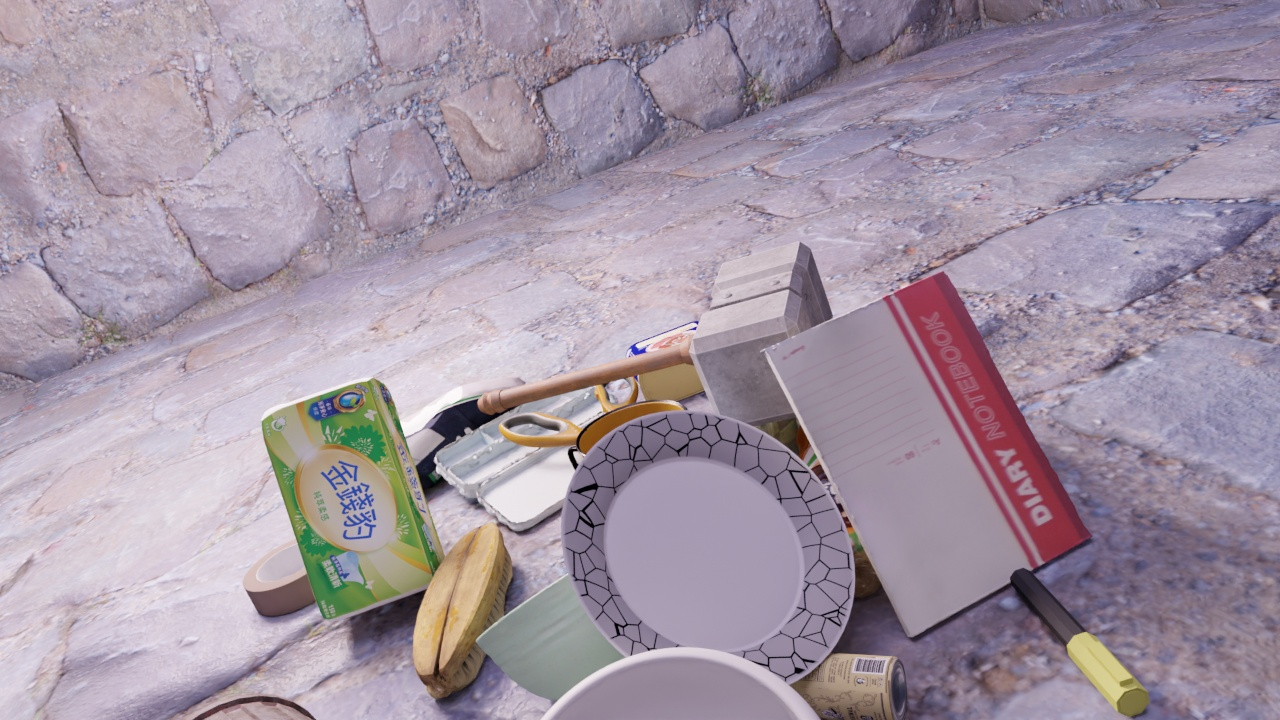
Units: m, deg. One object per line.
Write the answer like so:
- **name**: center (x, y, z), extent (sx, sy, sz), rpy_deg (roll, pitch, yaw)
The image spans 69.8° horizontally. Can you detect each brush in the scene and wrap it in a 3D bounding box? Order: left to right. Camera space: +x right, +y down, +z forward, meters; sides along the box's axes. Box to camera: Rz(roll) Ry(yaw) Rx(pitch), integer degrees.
- **brush**: center (-0.142, 0.197, 0.749), extent (0.059, 0.043, 0.195), rpy_deg (-16, 21, 9)

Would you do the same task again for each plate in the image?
- **plate**: center (0.042, 0.116, 0.571), extent (0.188, 0.016, 0.188), rpy_deg (9, 52, -12)

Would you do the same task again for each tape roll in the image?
- **tape roll**: center (-0.340, 0.210, 0.905), extent (0.094, 0.030, 0.093), rpy_deg (-16, 20, 6)

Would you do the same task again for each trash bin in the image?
- **trash bin**: center (-0.175, 0.266, 0.480), extent (0.212, 0.131, 0.130), rpy_deg (2, 29, 47)

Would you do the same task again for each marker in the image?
- **marker**: center (0.253, 0.159, 0.540), extent (0.017, 0.021, 0.123), rpy_deg (-18, 19, 0)

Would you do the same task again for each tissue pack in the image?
- **tissue pack**: center (-0.254, 0.123, 0.844), extent (0.120, 0.197, 0.141), rpy_deg (-13, -4, -4)

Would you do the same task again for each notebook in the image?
- **notebook**: center (0.194, 0.056, 0.621), extent (0.153, 0.208, 0.012), rpy_deg (-24, -9, -14)

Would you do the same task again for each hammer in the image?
- **hammer**: center (-0.004, 0.004, 0.782), extent (0.318, 0.083, 0.162), rpy_deg (-15, 23, 22)

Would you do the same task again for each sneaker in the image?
- **sneaker**: center (-0.226, 0.097, 1.039), extent (0.235, 0.084, 0.079), rpy_deg (-26, 60, -12)

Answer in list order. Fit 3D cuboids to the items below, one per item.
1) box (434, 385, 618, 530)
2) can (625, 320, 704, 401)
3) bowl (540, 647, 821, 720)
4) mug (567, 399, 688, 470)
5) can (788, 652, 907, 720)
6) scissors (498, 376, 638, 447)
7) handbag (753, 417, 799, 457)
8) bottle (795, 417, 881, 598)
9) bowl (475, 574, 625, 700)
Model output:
- **box**: center (-0.094, 0.094, 0.978), extent (0.208, 0.037, 0.189), rpy_deg (-31, 38, -29)
- **can**: center (0.045, 0.001, 1.077), extent (0.116, 0.056, 0.092), rpy_deg (-21, 19, -7)
- **bowl**: center (0.019, 0.235, 0.447), extent (0.177, 0.066, 0.176), rpy_deg (-12, 43, 12)
- **mug**: center (-0.005, 0.100, 0.807), extent (0.124, 0.094, 0.100), rpy_deg (-4, 25, 29)
- **can**: center (0.114, 0.194, 0.546), extent (0.080, 0.038, 0.038), rpy_deg (-7, 23, 29)
- **scissors**: center (-0.035, 0.065, 0.961), extent (0.226, 0.016, 0.215), rpy_deg (9, 34, 30)
- **handbag**: center (0.123, 0.039, 0.832), extent (0.117, 0.113, 0.185), rpy_deg (-2, 27, 38)
- **bottle**: center (0.141, 0.094, 0.682), extent (0.059, 0.059, 0.166), rpy_deg (-14, 40, 13)
- **bowl**: center (-0.027, 0.178, 0.619), extent (0.150, 0.077, 0.151), rpy_deg (-32, -12, -8)
